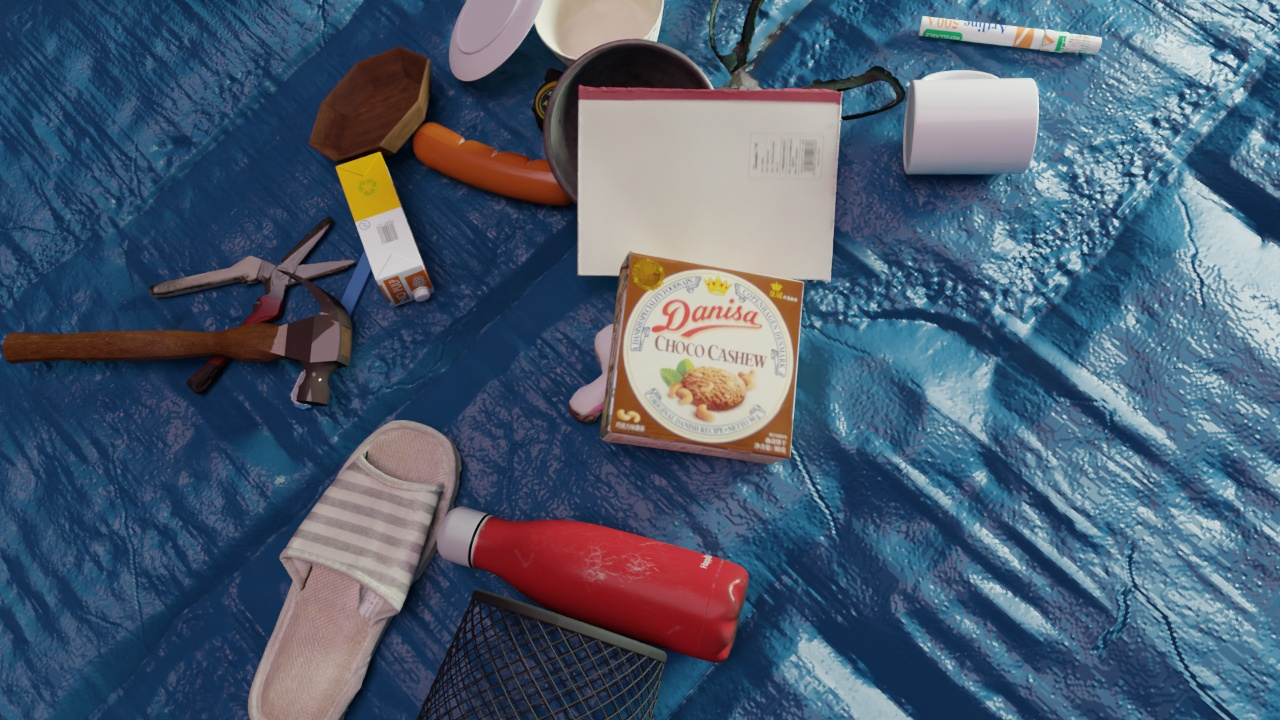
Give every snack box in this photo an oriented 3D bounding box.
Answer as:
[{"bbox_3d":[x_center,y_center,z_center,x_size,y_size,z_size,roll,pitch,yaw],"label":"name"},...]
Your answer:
[{"bbox_3d":[0.049,-0.001,0.714,0.143,0.041,0.146,9,75,-10],"label":"snack box"}]

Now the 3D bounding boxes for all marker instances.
[{"bbox_3d":[0.313,-0.276,0.780,0.145,0.017,0.017,11,77,12],"label":"marker"}]

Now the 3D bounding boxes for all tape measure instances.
[{"bbox_3d":[-0.064,-0.224,0.818,0.062,0.034,0.061,23,78,15],"label":"tape measure"}]

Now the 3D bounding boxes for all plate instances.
[{"bbox_3d":[-0.133,-0.315,0.827,0.135,0.011,0.134,-20,58,36],"label":"plate"},{"bbox_3d":[-0.239,-0.226,0.832,0.131,0.025,0.131,-14,57,22],"label":"plate"}]

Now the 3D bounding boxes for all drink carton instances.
[{"bbox_3d":[-0.220,-0.110,0.796,0.040,0.059,0.122,-21,73,-9],"label":"drink carton"}]

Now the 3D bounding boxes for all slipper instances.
[{"bbox_3d":[-0.232,0.175,0.733,0.114,0.054,0.272,22,81,19],"label":"slipper"}]

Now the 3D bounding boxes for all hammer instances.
[{"bbox_3d":[-0.408,-0.016,0.803,0.323,0.033,0.115,-1,77,9],"label":"hammer"}]

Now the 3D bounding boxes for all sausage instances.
[{"bbox_3d":[-0.129,-0.171,0.811,0.164,0.039,0.044,19,79,13],"label":"sausage"}]

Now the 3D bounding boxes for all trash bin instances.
[{"bbox_3d":[-0.081,0.279,0.620,0.184,0.184,0.209,15,72,12],"label":"trash bin"}]

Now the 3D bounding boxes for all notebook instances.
[{"bbox_3d":[0.054,-0.141,0.737,0.209,0.012,0.153,1,102,-1],"label":"notebook"}]

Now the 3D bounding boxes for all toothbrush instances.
[{"bbox_3d":[-0.267,-0.035,0.811,0.016,0.014,0.166,18,78,13],"label":"toothbrush"}]

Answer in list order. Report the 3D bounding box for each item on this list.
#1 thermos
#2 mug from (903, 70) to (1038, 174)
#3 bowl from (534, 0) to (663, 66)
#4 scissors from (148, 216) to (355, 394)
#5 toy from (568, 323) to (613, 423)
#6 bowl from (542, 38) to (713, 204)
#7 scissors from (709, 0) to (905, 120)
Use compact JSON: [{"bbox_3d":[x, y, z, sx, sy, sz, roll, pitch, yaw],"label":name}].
[{"bbox_3d":[-0.042,0.159,0.693,0.240,0.073,0.073,14,78,13],"label":"thermos"},{"bbox_3d":[0.264,-0.201,0.746,0.090,0.074,0.110,2,50,9],"label":"mug"},{"bbox_3d":[-0.033,-0.300,0.817,0.115,0.062,0.115,-2,75,8],"label":"bowl"},{"bbox_3d":[-0.362,-0.059,0.832,0.179,0.015,0.198,19,79,13],"label":"scissors"},{"bbox_3d":[-0.004,0.004,0.747,0.079,0.038,0.122,26,82,21],"label":"toy"},{"bbox_3d":[-0.006,-0.189,0.767,0.145,0.067,0.145,0,103,0],"label":"bowl"},{"bbox_3d":[0.119,-0.264,0.797,0.202,0.015,0.204,-5,69,10],"label":"scissors"}]
